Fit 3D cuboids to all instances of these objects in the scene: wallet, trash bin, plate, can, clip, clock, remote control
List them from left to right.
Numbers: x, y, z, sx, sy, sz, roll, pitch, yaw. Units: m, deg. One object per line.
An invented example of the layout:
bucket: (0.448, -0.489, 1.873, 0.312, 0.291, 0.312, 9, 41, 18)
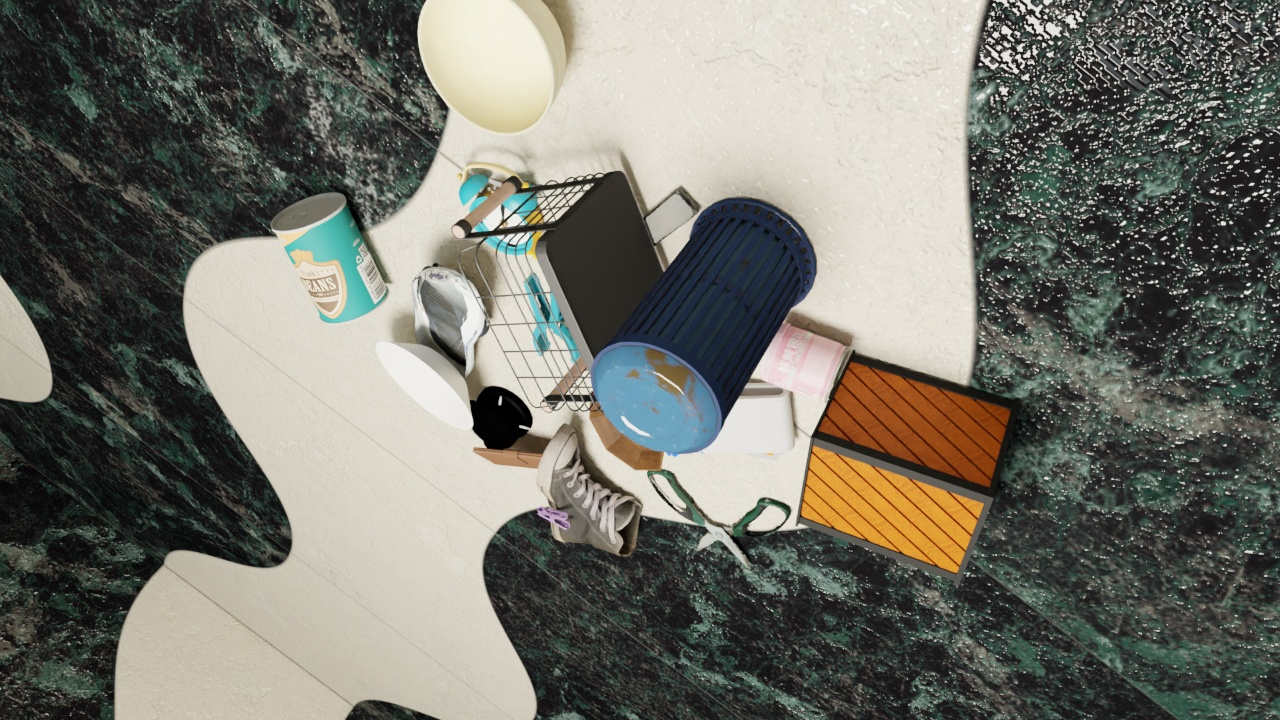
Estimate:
can: (-0.407, -0.134, 1.213, 0.099, 0.099, 0.144, 6, 131, 30)
plate: (-0.292, 0.024, 1.287, 0.174, 0.036, 0.174, 31, 153, 17)
clock: (-0.212, 0.089, 1.329, 0.121, 0.042, 0.091, -23, 113, 45)
clock: (-0.158, -0.172, 1.054, 0.099, 0.043, 0.130, 13, 141, 24)
wallet: (-0.173, 0.144, 1.337, 0.121, 0.013, 0.087, 4, 162, 18)
clip: (-0.126, -0.051, 1.157, 0.120, 0.030, 0.130, 0, 128, 40)
clip: (-0.121, 0.218, 1.279, 0.050, 0.013, 0.029, 16, 139, 21)
plate: (-0.011, 0.085, 1.187, 0.131, 0.025, 0.131, 29, 139, 28)
remote control: (0.010, -0.139, 0.990, 0.033, 0.013, 0.137, 46, 137, -11)
trash bin: (0.061, -0.033, 0.875, 0.139, 0.248, 0.139, 19, 136, 19)
wallet: (0.121, 0.080, 1.087, 0.118, 0.037, 0.115, -2, 128, 15)
can: (0.173, 0.002, 0.970, 0.076, 0.067, 0.067, 22, 137, 15)
trash bin: (0.272, 0.108, 0.946, 0.172, 0.139, 0.140, 18, 136, 19)

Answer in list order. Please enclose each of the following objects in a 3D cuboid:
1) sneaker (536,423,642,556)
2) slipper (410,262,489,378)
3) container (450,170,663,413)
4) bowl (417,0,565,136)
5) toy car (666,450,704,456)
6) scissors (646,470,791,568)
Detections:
sneaker: (-0.070, 0.185, 1.289, 0.120, 0.095, 0.235, 13, 132, 21)
slipper: (-0.243, -0.060, 1.202, 0.111, 0.063, 0.264, 36, 151, 5)
container: (-0.073, -0.070, 0.973, 0.130, 0.162, 0.241, -1, 126, 34)
bowl: (-0.132, -0.303, 0.888, 0.151, 0.075, 0.151, 18, 135, 19)
toy car: (0.063, 0.084, 1.150, 0.092, 0.033, 0.062, -11, 114, 36)
scissors: (0.112, 0.206, 1.242, 0.201, 0.015, 0.206, 48, 136, -13)
